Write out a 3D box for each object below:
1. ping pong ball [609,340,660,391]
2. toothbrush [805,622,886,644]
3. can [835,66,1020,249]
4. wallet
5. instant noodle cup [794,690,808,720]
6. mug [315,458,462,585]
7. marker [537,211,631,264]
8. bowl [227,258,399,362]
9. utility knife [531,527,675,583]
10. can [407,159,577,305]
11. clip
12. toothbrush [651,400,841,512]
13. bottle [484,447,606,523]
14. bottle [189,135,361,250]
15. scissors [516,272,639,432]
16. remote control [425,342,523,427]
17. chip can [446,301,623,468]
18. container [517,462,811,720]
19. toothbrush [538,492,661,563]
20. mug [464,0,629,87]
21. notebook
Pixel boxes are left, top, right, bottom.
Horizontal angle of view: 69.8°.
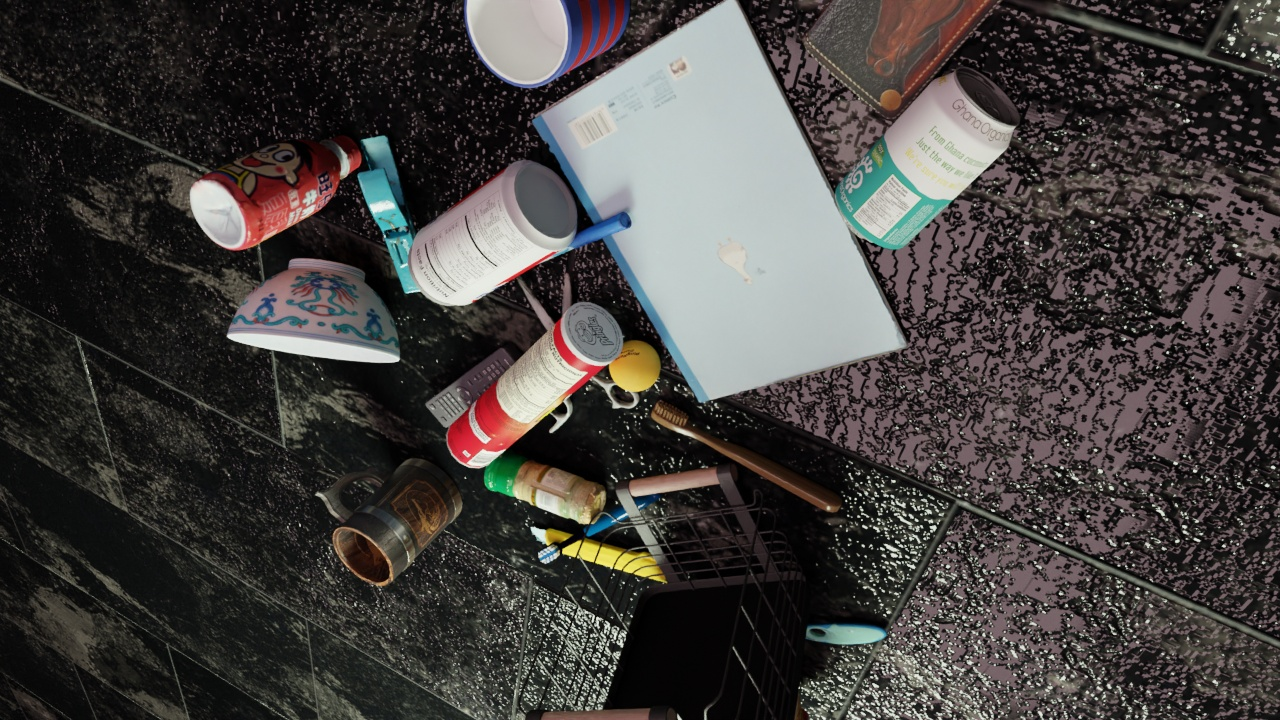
[{"bbox_3d":[-0.004,0.004,0.714,0.040,0.040,0.040,16,128,21],"label":"ping pong ball"},{"bbox_3d":[0.147,0.235,0.798,0.135,0.017,0.022,-7,114,35],"label":"toothbrush"},{"bbox_3d":[0.161,-0.113,0.523,0.055,0.054,0.102,41,133,0],"label":"can"},{"bbox_3d":[0.151,-0.198,0.494,0.072,0.019,0.123,39,133,-2],"label":"wallet"},{"bbox_3d":[0.065,0.301,0.803,0.179,0.178,0.078,11,109,25],"label":"instant noodle cup"},{"bbox_3d":[-0.255,0.148,0.921,0.080,0.107,0.116,-28,104,41],"label":"mug"},{"bbox_3d":[-0.060,-0.085,0.697,0.142,0.013,0.013,-15,112,43],"label":"marker"},{"bbox_3d":[-0.281,-0.046,0.810,0.144,0.143,0.074,2,82,30],"label":"bowl"},{"bbox_3d":[-0.038,0.183,0.875,0.165,0.017,0.030,8,120,26],"label":"utility knife"},{"bbox_3d":[-0.113,-0.093,0.693,0.132,0.070,0.070,-23,107,40],"label":"can"},{"bbox_3d":[-0.203,-0.130,0.749,0.130,0.031,0.121,84,168,-61],"label":"clip"},{"bbox_3d":[0.083,0.075,0.728,0.167,0.016,0.016,27,132,13],"label":"toothbrush"},{"bbox_3d":[-0.087,0.115,0.841,0.111,0.042,0.043,17,128,20],"label":"bottle"},{"bbox_3d":[-0.274,-0.139,0.713,0.062,0.137,0.062,17,129,21],"label":"bottle"},{"bbox_3d":[-0.066,0.000,0.768,0.141,0.014,0.162,41,134,-3],"label":"scissors"},{"bbox_3d":[-0.149,0.024,0.833,0.137,0.015,0.032,-31,102,41],"label":"remote control"},{"bbox_3d":[-0.094,0.027,0.759,0.052,0.051,0.215,46,135,-5],"label":"chip can"},{"bbox_3d":[0.025,0.212,0.707,0.163,0.240,0.130,-13,122,26],"label":"container"},{"bbox_3d":[-0.040,0.153,0.848,0.168,0.014,0.014,-35,88,37],"label":"toothbrush"},{"bbox_3d":[-0.044,-0.224,0.556,0.112,0.076,0.075,-31,102,41],"label":"mug"},{"bbox_3d":[0.051,-0.092,0.635,0.182,0.009,0.253,-17,111,39],"label":"notebook"}]
